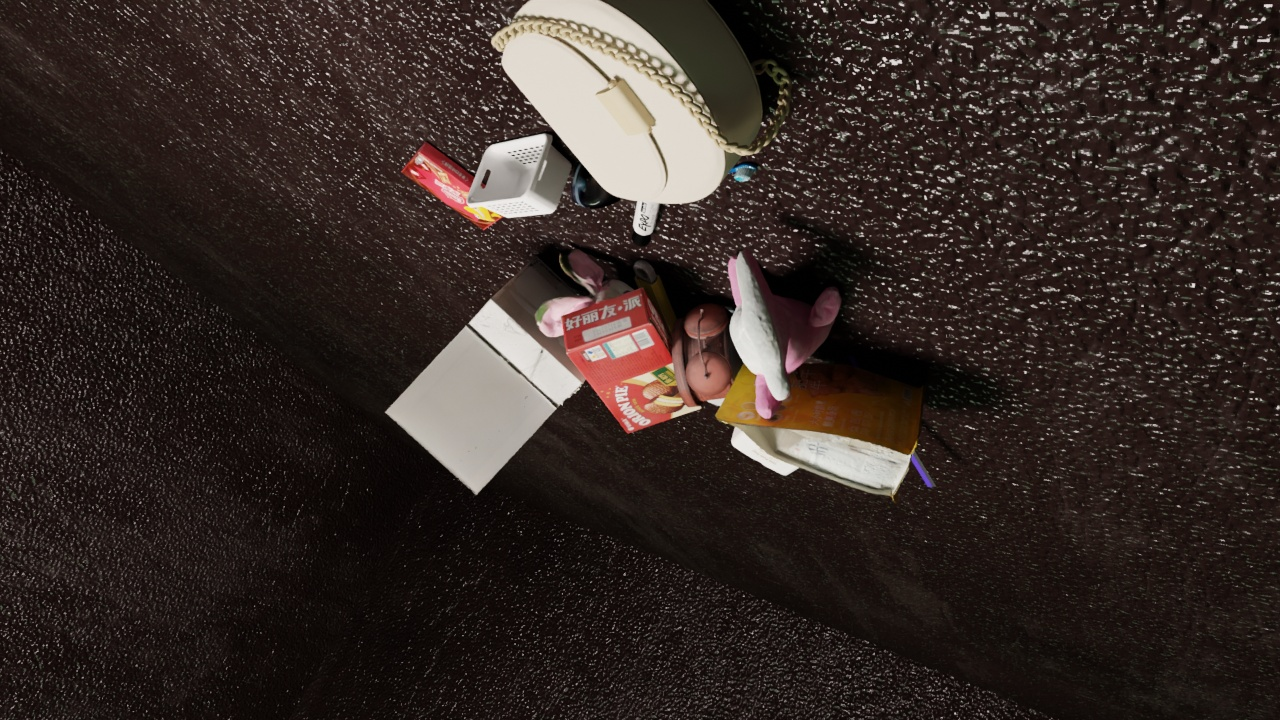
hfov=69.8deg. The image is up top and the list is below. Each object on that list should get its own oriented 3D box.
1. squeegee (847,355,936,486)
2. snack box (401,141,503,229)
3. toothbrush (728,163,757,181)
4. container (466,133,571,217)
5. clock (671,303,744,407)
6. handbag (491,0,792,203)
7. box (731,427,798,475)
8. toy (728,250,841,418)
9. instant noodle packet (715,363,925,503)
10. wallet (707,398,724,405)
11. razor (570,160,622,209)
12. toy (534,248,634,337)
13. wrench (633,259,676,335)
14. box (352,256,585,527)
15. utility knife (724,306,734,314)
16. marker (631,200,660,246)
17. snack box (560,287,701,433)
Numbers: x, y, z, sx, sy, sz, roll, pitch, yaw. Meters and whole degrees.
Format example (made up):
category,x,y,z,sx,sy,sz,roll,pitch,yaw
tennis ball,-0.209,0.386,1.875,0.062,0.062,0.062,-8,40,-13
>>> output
category,x,y,z,sx,sy,sz,roll,pitch,yaw
squeegee,0.272,0.080,1.250,0.185,0.055,0.249,14,147,56
snack box,-0.242,-0.227,1.205,0.133,0.021,0.089,35,159,-20
toothbrush,0.060,-0.183,0.911,0.135,0.017,0.021,7,151,45
container,-0.134,-0.204,1.039,0.049,0.080,0.129,28,165,-39
clock,0.086,-0.005,1.175,0.072,0.120,0.157,-7,161,16
handbag,-0.003,-0.233,0.765,0.210,0.103,0.209,48,156,-26
box,0.185,0.110,1.379,0.109,0.123,0.137,31,144,-9
toy,0.161,-0.038,1.007,0.128,0.186,0.265,-16,175,9
instant noodle packet,0.211,0.065,1.083,0.222,0.162,0.084,16,121,13
wallet,0.121,0.041,1.395,0.086,0.032,0.116,15,158,27
razor,-0.031,-0.202,0.950,0.063,0.052,0.141,61,153,3
toy,-0.031,-0.048,1.228,0.106,0.130,0.205,2,150,42
wrench,0.042,-0.042,1.257,0.084,0.018,0.273,24,155,32
box,-0.192,0.030,1.234,0.167,0.368,0.150,43,159,-6
utility knife,0.155,-0.033,1.183,0.129,0.015,0.022,40,161,-24
marker,0.006,-0.162,1.030,0.025,0.025,0.126,26,161,3
snack box,-0.007,0.007,1.202,0.113,0.060,0.236,-19,146,10
